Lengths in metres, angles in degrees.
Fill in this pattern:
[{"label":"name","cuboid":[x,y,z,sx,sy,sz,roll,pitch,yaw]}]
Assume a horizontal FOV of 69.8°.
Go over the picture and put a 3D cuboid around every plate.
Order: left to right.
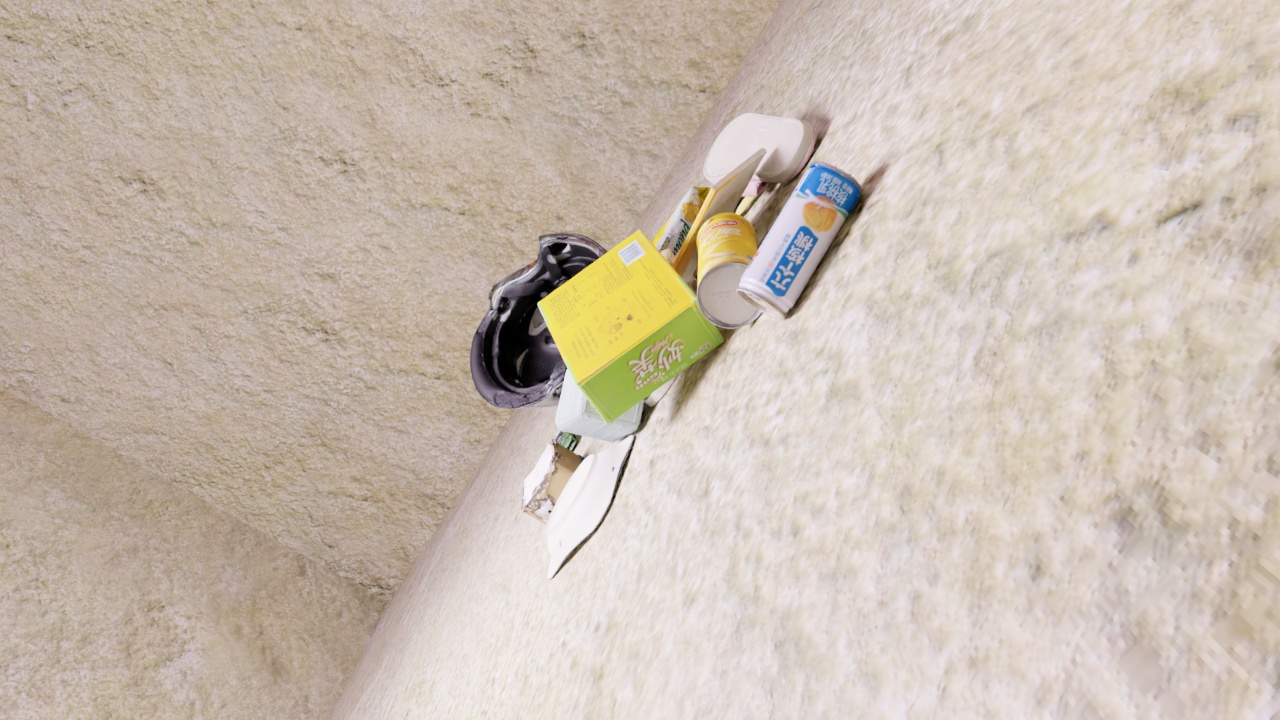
[{"label":"plate","cuboid":[-0.072,0.168,1.105,0.165,0.034,0.163,-52,10,38]}]

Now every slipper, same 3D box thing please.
[{"label":"slipper","cuboid":[0.162,-0.274,1.230,0.114,0.054,0.274,-65,23,1]}]

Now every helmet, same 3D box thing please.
[{"label":"helmet","cuboid":[-0.107,-0.042,1.337,0.274,0.156,0.230,-52,50,15]}]

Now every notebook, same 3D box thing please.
[{"label":"notebook","cuboid":[0.084,-0.162,1.158,0.145,0.010,0.207,-44,-14,-46]}]

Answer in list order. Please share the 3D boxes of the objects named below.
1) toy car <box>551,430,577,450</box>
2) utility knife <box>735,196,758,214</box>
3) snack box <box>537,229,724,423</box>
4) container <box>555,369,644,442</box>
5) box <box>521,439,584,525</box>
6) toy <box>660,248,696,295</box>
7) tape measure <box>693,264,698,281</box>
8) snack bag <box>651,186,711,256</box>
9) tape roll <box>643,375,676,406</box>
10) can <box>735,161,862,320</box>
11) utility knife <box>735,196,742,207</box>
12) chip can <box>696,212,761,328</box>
[{"label":"toy car","cuboid":[-0.127,0.133,1.529,0.043,0.036,0.091,-59,9,1]},{"label":"utility knife","cuboid":[0.159,-0.237,1.283,0.217,0.022,0.030,-46,11,28]},{"label":"snack box","cuboid":[-0.018,-0.044,1.039,0.158,0.070,0.210,-36,34,2]},{"label":"container","cuboid":[-0.046,0.046,1.141,0.112,0.090,0.089,148,135,-71]},{"label":"box","cuboid":[-0.121,0.171,1.291,0.090,0.062,0.184,-57,7,4]},{"label":"toy","cuboid":[0.057,-0.113,1.313,0.156,0.066,0.105,-64,-23,-57]},{"label":"tape measure","cuboid":[0.098,-0.124,1.176,0.066,0.033,0.065,-47,12,42]},{"label":"snack bag","cuboid":[0.043,-0.164,1.511,0.245,0.068,0.158,-63,9,-32]},{"label":"tape roll","cuboid":[0.030,0.017,1.131,0.086,0.014,0.085,-56,9,12]},{"label":"can","cuboid":[0.139,-0.105,0.810,0.134,0.053,0.053,-58,8,-3]},{"label":"utility knife","cuboid":[0.147,-0.252,1.412,0.218,0.018,0.034,-58,9,6]},{"label":"chip can","cuboid":[0.096,-0.101,0.989,0.072,0.072,0.213,-55,10,20]}]
